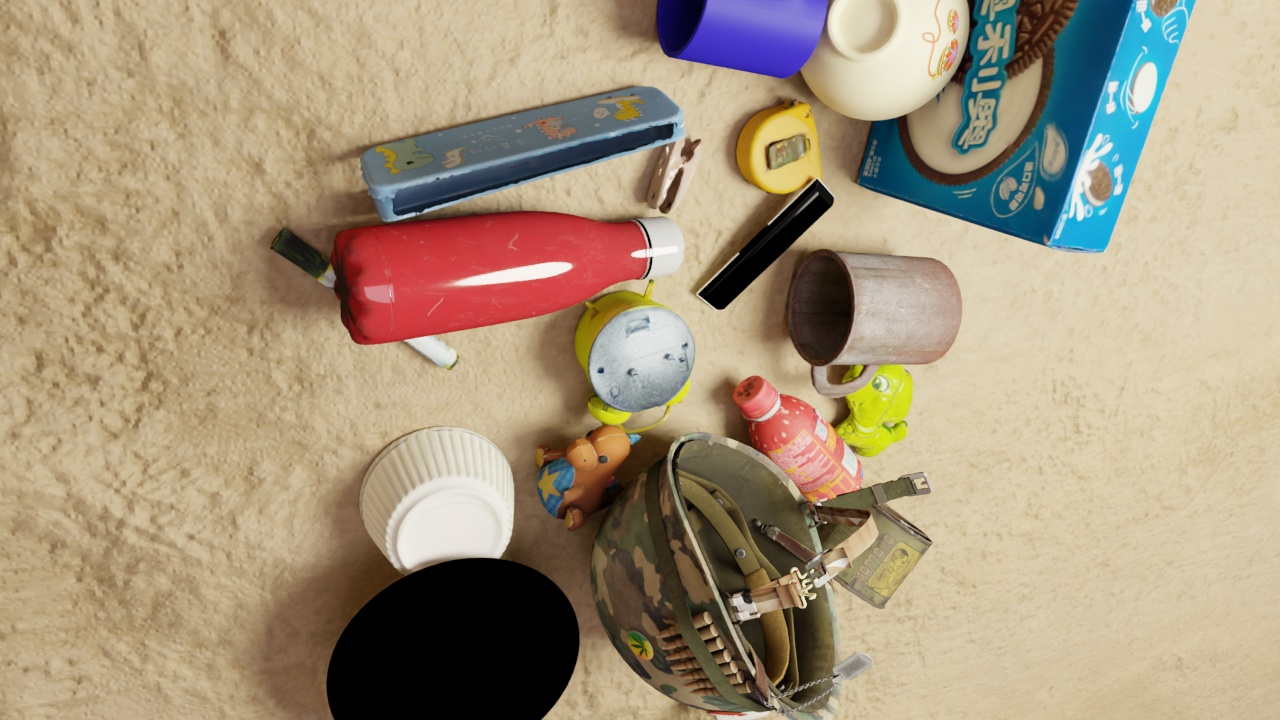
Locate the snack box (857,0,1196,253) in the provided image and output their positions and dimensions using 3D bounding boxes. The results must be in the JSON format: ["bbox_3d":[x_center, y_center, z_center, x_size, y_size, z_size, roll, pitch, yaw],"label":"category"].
[{"bbox_3d":[0.255,-0.210,0.616,0.056,0.195,0.239,3,110,-27],"label":"snack box"}]

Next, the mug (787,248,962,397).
[{"bbox_3d":[0.180,-0.025,0.727,0.110,0.096,0.123,2,118,-19],"label":"mug"}]

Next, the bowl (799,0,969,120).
[{"bbox_3d":[0.153,-0.220,0.605,0.118,0.073,0.118,5,105,21],"label":"bowl"}]

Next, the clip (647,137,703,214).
[{"bbox_3d":[0.022,-0.136,0.652,0.061,0.026,0.049,-36,119,-7],"label":"clip"}]

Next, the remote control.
[{"bbox_3d":[0.096,-0.085,0.694,0.124,0.011,0.028,-44,133,14],"label":"remote control"}]

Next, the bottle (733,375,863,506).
[{"bbox_3d":[0.126,0.065,0.758,0.062,0.062,0.137,-44,120,0],"label":"bottle"}]

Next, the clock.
[{"bbox_3d":[-0.004,0.004,0.681,0.083,0.057,0.119,-18,117,-15],"label":"clock"}]

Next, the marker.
[{"bbox_3d":[-0.181,-0.038,0.614,0.146,0.017,0.017,39,93,-30],"label":"marker"}]

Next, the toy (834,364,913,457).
[{"bbox_3d":[0.202,0.041,0.795,0.094,0.036,0.094,26,108,-28],"label":"toy"}]

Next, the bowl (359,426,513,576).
[{"bbox_3d":[-0.142,0.113,0.667,0.115,0.062,0.115,-8,114,-19],"label":"bowl"}]

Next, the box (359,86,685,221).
[{"bbox_3d":[-0.074,-0.140,0.588,0.209,0.067,0.052,-19,110,-14],"label":"box"}]

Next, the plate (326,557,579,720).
[{"bbox_3d":[-0.127,0.231,0.658,0.184,0.036,0.184,-8,114,-19],"label":"plate"}]

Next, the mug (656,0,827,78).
[{"bbox_3d":[0.071,-0.232,0.582,0.083,0.111,0.079,2,86,-23],"label":"mug"}]

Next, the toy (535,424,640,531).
[{"bbox_3d":[-0.028,0.084,0.701,0.102,0.070,0.090,4,136,-45],"label":"toy"}]

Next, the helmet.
[{"bbox_3d":[0.083,0.158,0.672,0.224,0.192,0.237,50,118,9],"label":"helmet"}]

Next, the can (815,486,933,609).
[{"bbox_3d":[0.200,0.161,0.811,0.090,0.090,0.074,33,96,-30],"label":"can"}]

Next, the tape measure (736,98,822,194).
[{"bbox_3d":[0.101,-0.155,0.673,0.058,0.030,0.068,-21,117,-15],"label":"tape measure"}]

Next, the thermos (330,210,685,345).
[{"bbox_3d":[-0.078,-0.064,0.613,0.239,0.073,0.073,-11,115,-27],"label":"thermos"}]

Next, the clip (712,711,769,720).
[{"bbox_3d":[0.088,0.253,0.833,0.125,0.089,0.151,-5,124,-18],"label":"clip"}]
